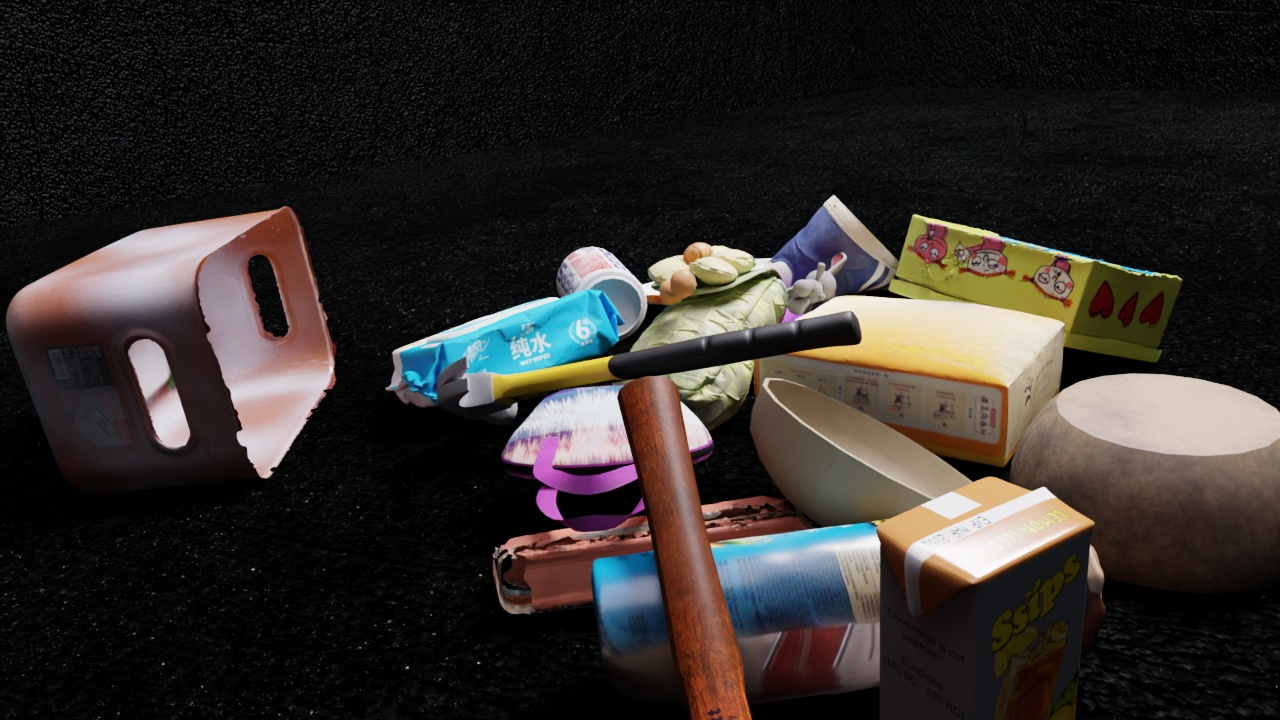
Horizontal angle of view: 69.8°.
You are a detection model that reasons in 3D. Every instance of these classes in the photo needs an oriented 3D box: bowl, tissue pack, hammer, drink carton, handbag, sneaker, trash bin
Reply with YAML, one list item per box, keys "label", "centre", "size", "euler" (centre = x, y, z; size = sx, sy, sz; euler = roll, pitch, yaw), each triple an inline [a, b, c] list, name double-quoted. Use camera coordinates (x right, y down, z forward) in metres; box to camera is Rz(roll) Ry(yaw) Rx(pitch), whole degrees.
- label: "bowl"
  centre: [0.305, 0.062, 0.541]
  size: [0.162, 0.070, 0.162]
  euler: [-5, 20, 2]
- label: "tissue pack"
  centre: [-0.128, -0.009, 0.834]
  size: [0.208, 0.066, 0.117]
  euler: [-22, 10, -31]
- label: "hammer"
  centre: [0.025, 0.116, 0.373]
  size: [0.111, 0.028, 0.300]
  euler: [-8, 43, -4]
- label: "hammer"
  centre: [-0.004, 0.004, 0.668]
  size: [0.324, 0.029, 0.127]
  euler: [-10, -15, 21]
- label: "bowl"
  centre: [0.128, 0.070, 0.543]
  size: [0.152, 0.050, 0.152]
  euler: [26, 12, -6]
- label: "drink carton"
  centre: [0.133, 0.116, 0.362]
  size: [0.076, 0.125, 0.048]
  euler: [-16, 23, -26]
- label: "handbag"
  centre: [0.047, -0.031, 0.766]
  size: [0.113, 0.117, 0.185]
  euler: [-2, 36, 32]
- label: "sneaker"
  centre: [0.207, -0.081, 0.962]
  size: [0.091, 0.119, 0.232]
  euler: [53, 17, 24]
- label: "trash bin"
  centre: [-0.381, -0.016, 0.782]
  size: [0.157, 0.182, 0.259]
  euler: [-8, 21, 0]
- label: "handbag"
  centre: [-0.025, 0.065, 0.581]
  size: [0.144, 0.068, 0.170]
  euler: [-5, 9, 3]

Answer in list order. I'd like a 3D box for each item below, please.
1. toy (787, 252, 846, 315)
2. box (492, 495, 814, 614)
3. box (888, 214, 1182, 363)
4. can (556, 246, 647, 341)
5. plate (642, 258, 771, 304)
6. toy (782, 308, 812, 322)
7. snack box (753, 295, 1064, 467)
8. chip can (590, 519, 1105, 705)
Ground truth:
- label: "toy"
  centre: [0.159, -0.066, 0.815]
  size: [0.030, 0.049, 0.111]
  euler: [24, 26, 23]
- label: "box"
  centre: [0.009, 0.114, 0.524]
  size: [0.186, 0.060, 0.057]
  euler: [-9, 53, -6]
- label: "box"
  centre: [0.347, -0.067, 0.827]
  size: [0.124, 0.082, 0.221]
  euler: [5, 17, -28]
- label: "can"
  centre: [-0.045, -0.074, 0.989]
  size: [0.078, 0.078, 0.136]
  euler: [-10, 21, -11]
- label: "plate"
  centre: [0.088, -0.088, 1.041]
  size: [0.186, 0.016, 0.187]
  euler: [-18, 13, -30]
- label: "toy"
  centre: [0.117, -0.028, 0.851]
  size: [0.106, 0.056, 0.088]
  euler: [-25, 33, -1]
- label: "snack box"
  centre: [0.208, 0.001, 0.715]
  size: [0.196, 0.081, 0.144]
  euler: [10, 25, 36]
- label: "chip can"
  centre: [0.094, 0.119, 0.440]
  size: [0.229, 0.080, 0.079]
  euler: [-7, 21, -2]
